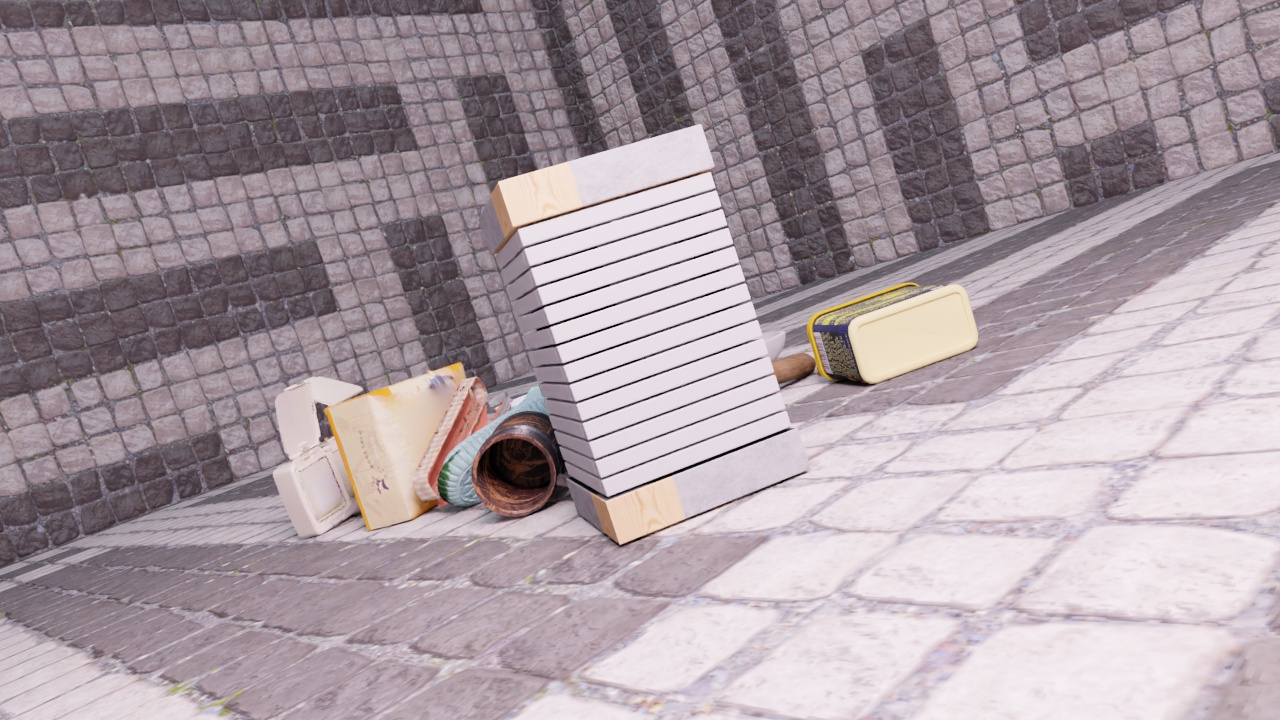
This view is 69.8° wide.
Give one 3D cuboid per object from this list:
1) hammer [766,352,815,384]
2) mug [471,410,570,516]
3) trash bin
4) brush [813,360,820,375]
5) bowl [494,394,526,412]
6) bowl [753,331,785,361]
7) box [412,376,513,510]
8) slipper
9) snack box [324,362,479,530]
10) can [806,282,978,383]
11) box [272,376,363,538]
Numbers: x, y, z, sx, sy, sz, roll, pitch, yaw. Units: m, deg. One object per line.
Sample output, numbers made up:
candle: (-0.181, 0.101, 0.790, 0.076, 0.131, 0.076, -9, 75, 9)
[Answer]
hammer: (0.094, 0.029, 0.969, 0.129, 0.040, 0.320, 26, 26, 35)
mug: (-0.091, 0.096, 0.846, 0.116, 0.080, 0.107, 8, 6, 0)
trash bin: (-0.005, -0.017, 0.672, 0.142, 0.247, 0.142, -19, 4, -14)
brush: (0.247, -0.009, 1.095, 0.048, 0.017, 0.126, -16, 5, 31)
bowl: (-0.102, 0.072, 1.144, 0.144, 0.074, 0.144, -18, 4, 1)
bowl: (0.135, 0.002, 1.274, 0.149, 0.043, 0.149, -18, 4, 1)
box: (-0.196, 0.087, 1.022, 0.067, 0.057, 0.186, 3, 37, 9)
slipper: (-0.104, 0.068, 0.986, 0.275, 0.069, 0.116, -25, -37, -32)
snack box: (-0.253, 0.090, 1.063, 0.081, 0.145, 0.194, -17, 4, 22)
can: (0.255, -0.028, 0.931, 0.135, 0.075, 0.104, -19, 7, -9)
box: (-0.383, 0.109, 1.130, 0.080, 0.180, 0.143, -16, 12, 22)
